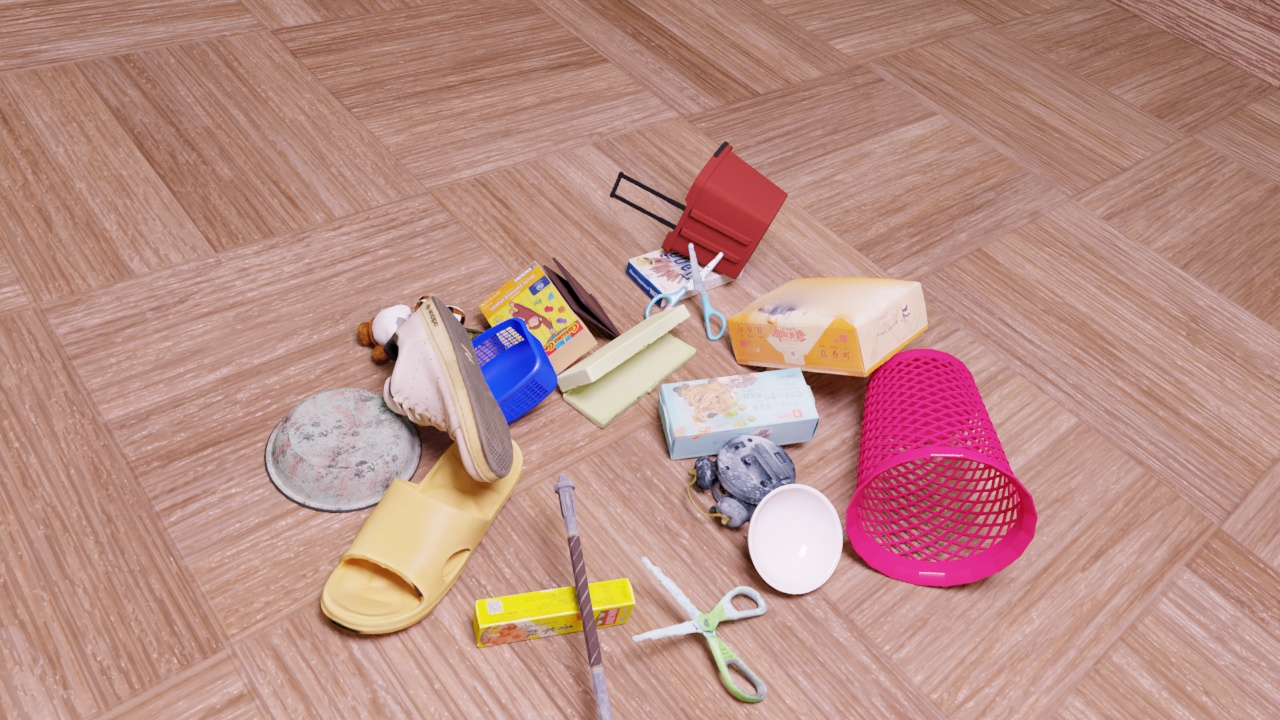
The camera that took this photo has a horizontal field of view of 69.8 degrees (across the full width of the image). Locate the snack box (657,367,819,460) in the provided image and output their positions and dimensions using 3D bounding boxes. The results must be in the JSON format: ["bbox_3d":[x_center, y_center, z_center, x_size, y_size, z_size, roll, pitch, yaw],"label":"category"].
[{"bbox_3d":[0.111,0.061,1.055,0.174,0.053,0.074,-7,54,-8],"label":"snack box"}]

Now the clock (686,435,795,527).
[{"bbox_3d":[0.110,0.133,1.002,0.129,0.052,0.090,-15,52,-28],"label":"clock"}]

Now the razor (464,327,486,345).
[{"bbox_3d":[-0.211,0.004,1.070,0.042,0.026,0.105,13,48,-5],"label":"razor"}]

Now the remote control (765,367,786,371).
[{"bbox_3d":[0.167,0.034,1.140,0.038,0.018,0.125,23,43,9],"label":"remote control"}]

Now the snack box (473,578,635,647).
[{"bbox_3d":[-0.081,0.235,0.858,0.147,0.040,0.029,-4,48,-18],"label":"snack box"}]

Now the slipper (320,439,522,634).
[{"bbox_3d":[-0.198,0.150,0.888,0.099,0.079,0.262,26,43,10],"label":"slipper"}]

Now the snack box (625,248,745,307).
[{"bbox_3d":[0.063,-0.126,1.266,0.149,0.026,0.082,-22,55,-31],"label":"snack box"}]

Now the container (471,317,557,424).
[{"bbox_3d":[-0.152,0.019,1.012,0.114,0.058,0.096,-34,53,7],"label":"container"}]

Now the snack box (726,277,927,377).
[{"bbox_3d":[0.225,-0.051,1.128,0.144,0.081,0.196,-31,24,-36],"label":"snack box"}]

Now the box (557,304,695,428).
[{"bbox_3d":[-0.016,-0.003,1.106,0.078,0.089,0.187,10,35,41],"label":"box"}]

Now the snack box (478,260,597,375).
[{"bbox_3d":[-0.123,-0.043,1.093,0.088,0.040,0.125,-38,57,2],"label":"snack box"}]

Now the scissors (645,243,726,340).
[{"bbox_3d":[0.076,-0.080,1.195,0.125,0.015,0.136,42,88,3],"label":"scissors"}]

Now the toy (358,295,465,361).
[{"bbox_3d":[-0.267,-0.034,1.060,0.113,0.067,0.087,-8,53,19],"label":"toy"}]

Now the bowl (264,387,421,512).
[{"bbox_3d":[-0.307,0.082,0.953,0.157,0.039,0.157,7,45,-7],"label":"bowl"}]

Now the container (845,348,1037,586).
[{"bbox_3d":[0.318,0.101,1.014,0.183,0.184,0.225,15,37,0],"label":"container"}]

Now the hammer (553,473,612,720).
[{"bbox_3d":[-0.043,0.247,0.812,0.098,0.044,0.321,-3,58,-17],"label":"hammer"}]

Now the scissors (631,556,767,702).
[{"bbox_3d":[0.063,0.249,0.874,0.171,0.023,0.168,50,46,6],"label":"scissors"}]

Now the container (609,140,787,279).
[{"bbox_3d":[0.076,-0.215,1.232,0.201,0.148,0.126,32,47,3],"label":"container"}]

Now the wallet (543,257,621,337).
[{"bbox_3d":[-0.069,-0.073,1.135,0.018,0.115,0.091,-40,56,7],"label":"wallet"}]

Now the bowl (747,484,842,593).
[{"bbox_3d":[0.152,0.184,0.953,0.109,0.041,0.110,3,82,-21],"label":"bowl"}]

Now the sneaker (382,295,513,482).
[{"bbox_3d":[-0.210,0.037,0.937,0.102,0.089,0.241,-31,50,2],"label":"sneaker"}]
